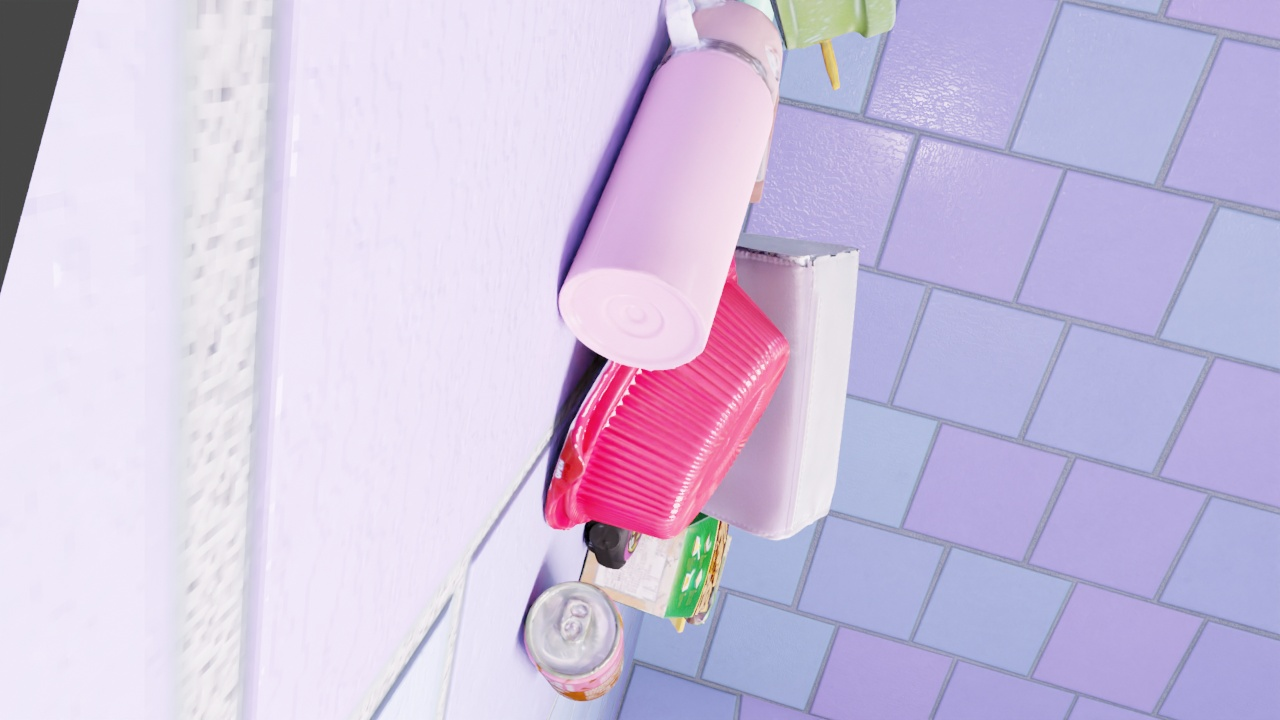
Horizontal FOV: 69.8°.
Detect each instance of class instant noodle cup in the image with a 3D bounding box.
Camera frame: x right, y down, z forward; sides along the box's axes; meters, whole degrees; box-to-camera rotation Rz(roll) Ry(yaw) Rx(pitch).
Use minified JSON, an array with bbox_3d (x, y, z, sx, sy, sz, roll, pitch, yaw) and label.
[{"bbox_3d":[0.026,0.032,0.527,0.193,0.066,0.194,-52,164,-21],"label":"instant noodle cup"}]

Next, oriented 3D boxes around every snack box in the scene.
[{"bbox_3d":[0.006,0.168,0.798,0.105,0.118,0.117,12,93,-72],"label":"snack box"}]

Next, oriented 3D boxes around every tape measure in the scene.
[{"bbox_3d":[-0.021,0.129,0.722,0.057,0.039,0.057,79,32,-58],"label":"tape measure"}]

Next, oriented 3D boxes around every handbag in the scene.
[{"bbox_3d":[0.072,0.010,0.659,0.098,0.145,0.197,-17,115,-52],"label":"handbag"}]

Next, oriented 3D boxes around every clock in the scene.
[{"bbox_3d":[0.081,-0.228,0.458,0.161,0.056,0.116,60,17,-48],"label":"clock"}]

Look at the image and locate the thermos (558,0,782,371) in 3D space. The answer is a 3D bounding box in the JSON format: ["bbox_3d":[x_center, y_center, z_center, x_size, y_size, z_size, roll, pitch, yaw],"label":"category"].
[{"bbox_3d":[0.019,-0.098,0.428,0.087,0.067,0.198,55,44,-43],"label":"thermos"}]

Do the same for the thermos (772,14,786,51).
[{"bbox_3d":[0.119,-0.325,0.775,0.219,0.070,0.070,-68,170,-50],"label":"thermos"}]

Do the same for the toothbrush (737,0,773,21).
[{"bbox_3d":[0.074,-0.218,0.616,0.026,0.027,0.225,-29,141,-39],"label":"toothbrush"}]

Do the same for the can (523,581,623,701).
[{"bbox_3d":[-0.039,0.181,0.583,0.147,0.058,0.057,92,14,-65],"label":"can"}]

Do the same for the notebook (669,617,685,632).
[{"bbox_3d":[0.025,0.153,0.930,0.146,0.010,0.207,49,-42,45],"label":"notebook"}]

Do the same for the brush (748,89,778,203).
[{"bbox_3d":[0.074,-0.178,0.725,0.146,0.063,0.072,95,1,-57],"label":"brush"}]
